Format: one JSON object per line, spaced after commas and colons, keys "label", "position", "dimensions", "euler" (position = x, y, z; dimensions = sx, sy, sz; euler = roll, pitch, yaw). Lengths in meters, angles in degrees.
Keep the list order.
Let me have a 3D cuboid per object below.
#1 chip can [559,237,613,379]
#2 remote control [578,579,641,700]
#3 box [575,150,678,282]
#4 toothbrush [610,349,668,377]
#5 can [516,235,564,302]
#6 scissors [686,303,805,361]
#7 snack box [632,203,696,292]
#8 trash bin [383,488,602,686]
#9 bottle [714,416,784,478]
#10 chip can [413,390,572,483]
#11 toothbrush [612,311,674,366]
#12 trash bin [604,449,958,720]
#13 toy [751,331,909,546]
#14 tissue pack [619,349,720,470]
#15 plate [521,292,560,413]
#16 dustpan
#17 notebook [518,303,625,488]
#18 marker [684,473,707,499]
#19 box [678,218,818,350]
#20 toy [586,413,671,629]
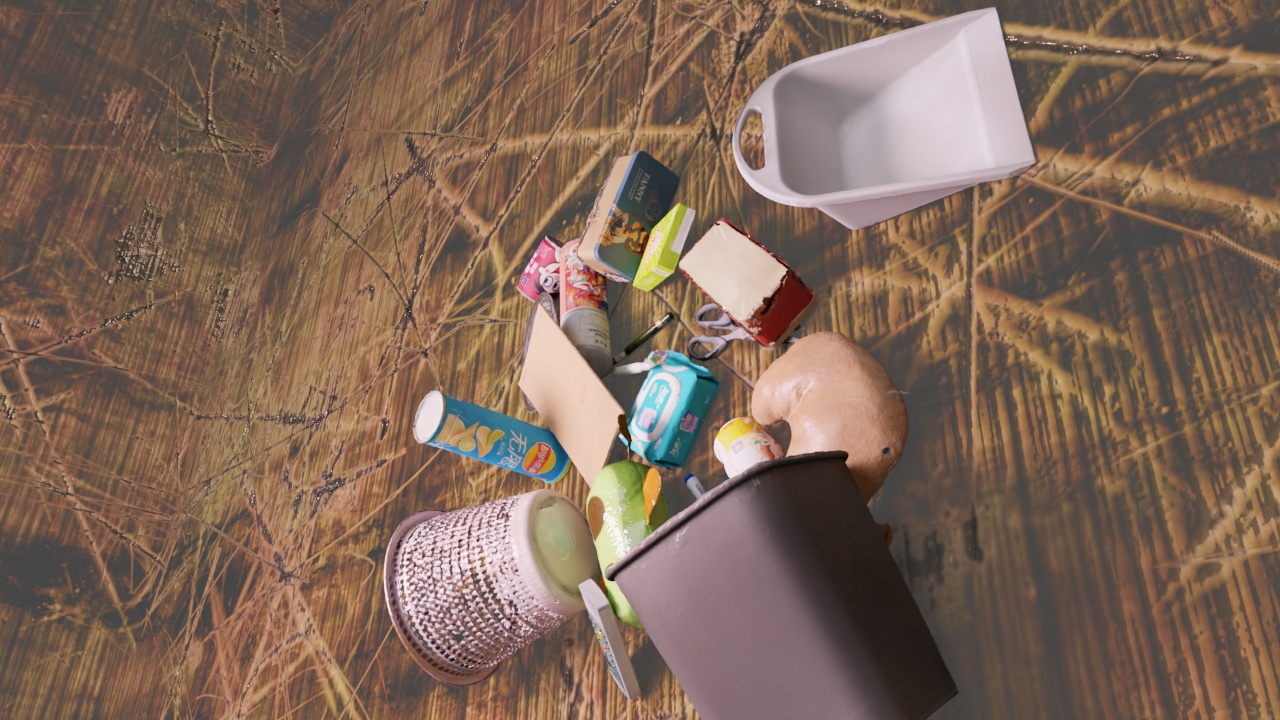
{"label": "chip can", "position": [-0.079, -0.074, 1.284], "dimensions": [0.071, 0.071, 0.214], "euler": [-37, 40, 32]}
{"label": "remote control", "position": [-0.034, 0.302, 0.994], "dimensions": [0.019, 0.135, 0.056], "euler": [-24, 26, -17]}
{"label": "box", "position": [-0.016, -0.204, 1.276], "dimensions": [0.061, 0.089, 0.184], "euler": [11, 78, 53]}
{"label": "toothbrush", "position": [-0.007, 0.007, 1.154], "dimensions": [0.190, 0.029, 0.020], "euler": [161, 93, -72]}
{"label": "can", "position": [-0.141, -0.135, 1.410], "dimensions": [0.094, 0.066, 0.066], "euler": [-56, 38, 12]}
{"label": "scissors", "position": [0.122, -0.040, 1.081], "dimensions": [0.172, 0.014, 0.146], "euler": [-38, 45, 31]}
{"label": "snack box", "position": [0.028, -0.143, 1.186], "dimensions": [0.156, 0.026, 0.085], "euler": [160, 131, -78]}
{"label": "trash bin", "position": [-0.163, 0.257, 1.117], "dimensions": [0.192, 0.227, 0.227], "euler": [-27, 50, 23]}
{"label": "bottle", "position": [0.121, 0.109, 0.954], "dimensions": [0.063, 0.063, 0.108], "euler": [-51, 39, 18]}
{"label": "chip can", "position": [-0.191, 0.103, 1.216], "dimensions": [0.071, 0.210, 0.071], "euler": [-27, 52, 40]}
{"label": "toothbrush", "position": [-0.021, -0.007, 1.237], "dimensions": [0.186, 0.012, 0.017], "euler": [-39, 49, 30]}
{"label": "trash bin", "position": [0.122, 0.217, 0.760], "dimensions": [0.199, 0.198, 0.219], "euler": [-41, 66, 29]}
{"label": "toy", "position": [0.194, 0.069, 0.884], "dimensions": [0.144, 0.082, 0.225], "euler": [-46, 45, 25]}
{"label": "tissue pack", "position": [0.035, 0.058, 1.101], "dimensions": [0.093, 0.050, 0.133], "euler": [24, 88, 55]}
{"label": "plate", "position": [-0.142, -0.011, 1.346], "dimensions": [0.180, 0.024, 0.179], "euler": [-175, 90, -70]}
{"label": "dustpan", "position": [0.236, -0.255, 0.959], "dimensions": [0.259, 0.142, 0.222], "euler": [-28, 50, 41]}
{"label": "notebook", "position": [-0.094, 0.046, 1.196], "dimensions": [0.211, 0.012, 0.150], "euler": [51, 139, 33]}
{"label": "marker", "position": [0.085, 0.172, 1.003], "dimensions": [0.017, 0.017, 0.145], "euler": [-55, 38, 13]}
{"label": "box", "position": [0.114, -0.093, 1.055], "dimensions": [0.091, 0.080, 0.168], "euler": [-48, 38, 6]}
{"label": "toy", "position": [-0.011, 0.189, 1.025], "dimensions": [0.228, 0.090, 0.246], "euler": [106, 158, -44]}
